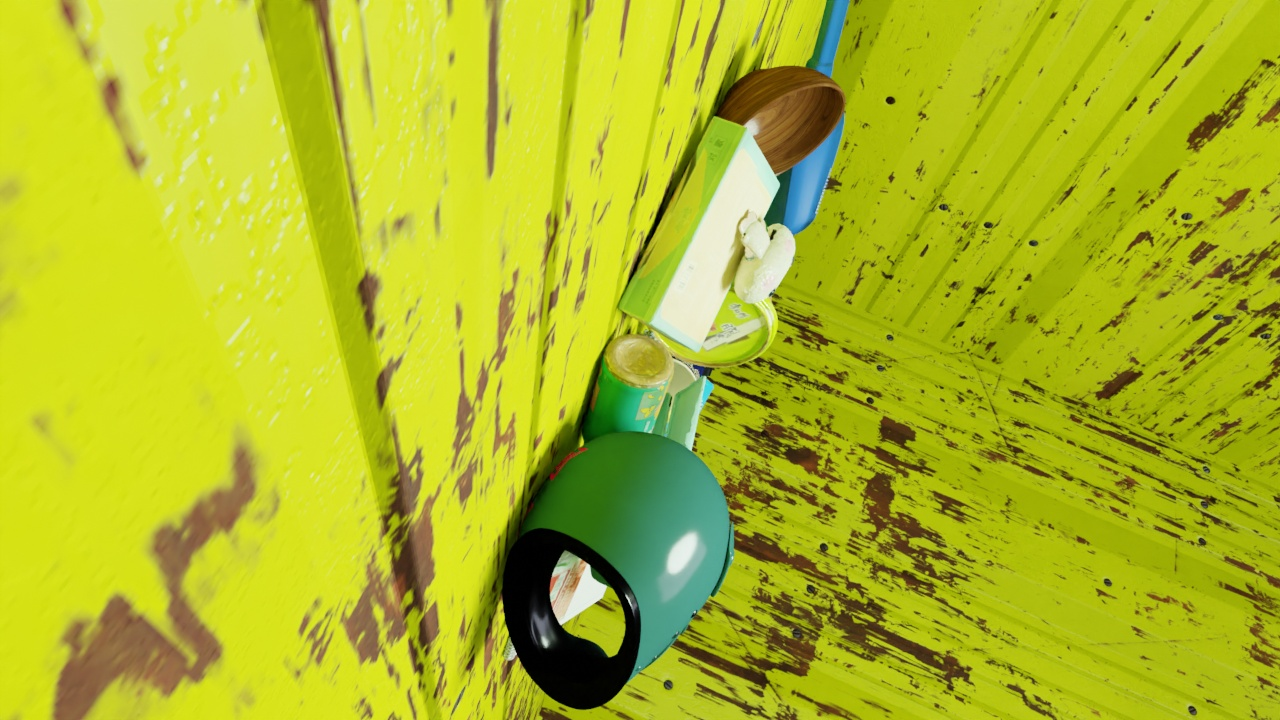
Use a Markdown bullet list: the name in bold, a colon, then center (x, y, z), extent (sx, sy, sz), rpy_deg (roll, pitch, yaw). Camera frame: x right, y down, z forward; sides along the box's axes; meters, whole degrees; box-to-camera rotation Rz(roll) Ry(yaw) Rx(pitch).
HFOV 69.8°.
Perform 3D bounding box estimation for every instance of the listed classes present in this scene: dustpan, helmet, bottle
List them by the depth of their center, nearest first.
- **helmet**: center (-0.013, 0.185, 0.848), extent (0.199, 0.176, 0.275), rpy_deg (-41, 151, -45)
- **bottle**: center (-0.024, 0.068, 0.912), extent (0.067, 0.068, 0.210), rpy_deg (-61, 173, -46)
- **dustpan**: center (0.177, -0.303, 1.051), extent (0.245, 0.059, 0.258), rpy_deg (-109, -154, -57)

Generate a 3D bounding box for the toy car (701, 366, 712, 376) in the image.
- **toy car**: center (0.081, -0.027, 1.551), extent (0.071, 0.094, 0.192), rpy_deg (-41, 164, -25)

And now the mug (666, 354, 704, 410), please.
- **mug**: center (0.038, 0.016, 1.302), extent (0.112, 0.085, 0.089), rpy_deg (-28, -160, 31)

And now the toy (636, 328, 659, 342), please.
- **toy**: center (-0.006, 0.006, 0.987), extent (0.108, 0.041, 0.096), rpy_deg (-72, -175, -78)

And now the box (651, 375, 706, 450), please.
- **box**: center (0.019, 0.092, 1.037), extent (0.093, 0.077, 0.187), rpy_deg (-25, -141, 42)

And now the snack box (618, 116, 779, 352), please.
- **snack box**: center (0.062, -0.112, 0.872), extent (0.193, 0.044, 0.141), rpy_deg (-64, 157, 0)

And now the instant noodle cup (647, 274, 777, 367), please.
- **instant noodle cup**: center (0.083, -0.071, 1.030), extent (0.146, 0.146, 0.097), rpy_deg (107, -2, -51)

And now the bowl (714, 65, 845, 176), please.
- **bowl**: center (0.125, -0.249, 0.924), extent (0.147, 0.069, 0.147), rpy_deg (-24, 161, -9)

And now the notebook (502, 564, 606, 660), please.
- **notebook**: center (-0.072, 0.240, 1.096), extent (0.177, 0.013, 0.246), rpy_deg (-21, 140, -47)

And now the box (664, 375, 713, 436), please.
- **box**: center (0.003, 0.116, 1.457), extent (0.115, 0.094, 0.243), rpy_deg (14, -110, 54)

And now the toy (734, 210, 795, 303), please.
- **toy**: center (0.121, -0.098, 0.903), extent (0.087, 0.050, 0.112), rpy_deg (-56, 163, -19)

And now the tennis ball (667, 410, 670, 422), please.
- **tennis ball**: center (0.021, 0.066, 1.361), extent (0.065, 0.065, 0.065), rpy_deg (26, 88, -85)

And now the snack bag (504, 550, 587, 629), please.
- **snack bag**: center (-0.097, 0.242, 0.990), extent (0.076, 0.036, 0.116), rpy_deg (-14, 133, -56)
